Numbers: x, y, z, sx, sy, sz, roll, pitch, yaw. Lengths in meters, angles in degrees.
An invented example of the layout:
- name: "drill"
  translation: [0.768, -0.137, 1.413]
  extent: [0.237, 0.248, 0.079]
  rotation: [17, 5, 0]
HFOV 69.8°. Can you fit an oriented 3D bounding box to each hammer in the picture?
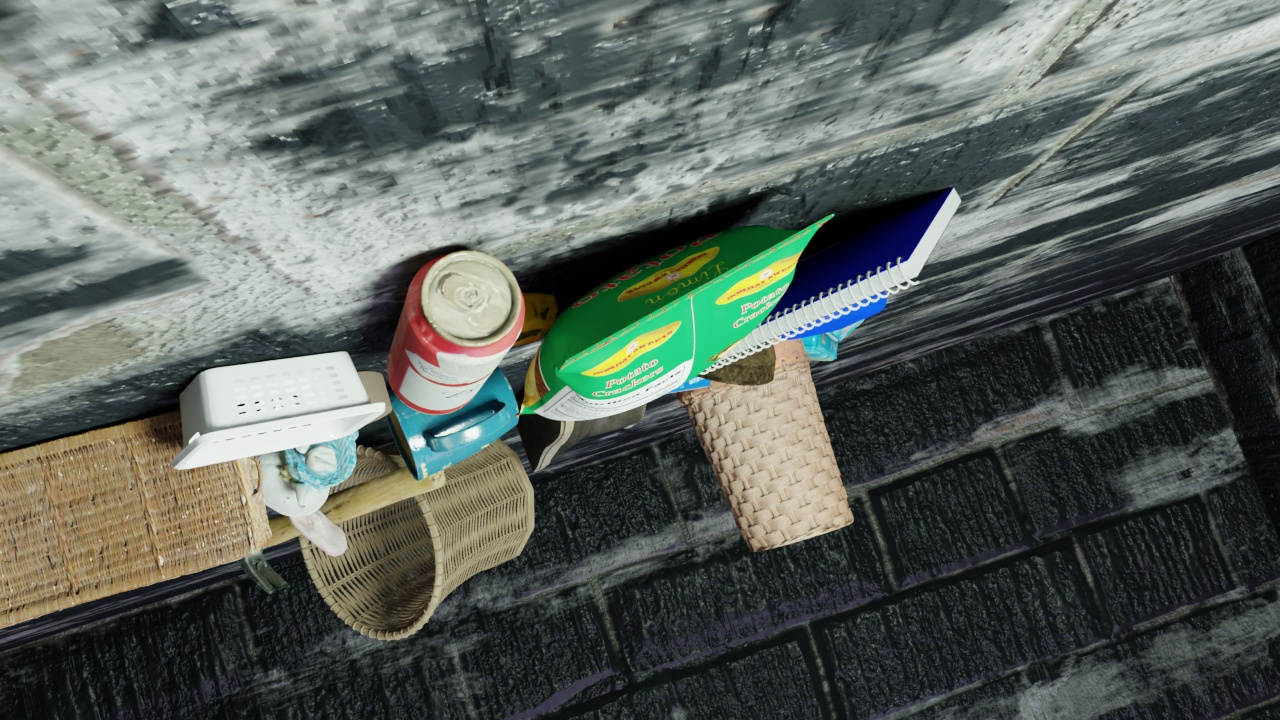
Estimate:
- name: "hammer"
  translation: [-0.343, 0.168, 1.014]
  extent: [0.331, 0.132, 0.033]
  rotation: [-21, 174, 28]

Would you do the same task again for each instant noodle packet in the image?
- name: "instant noodle packet"
  translation: [0.008, -0.022, 0.659]
  extent: [0.195, 0.090, 0.253]
  rotation: [-30, 178, -17]

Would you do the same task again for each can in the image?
- name: "can"
  translation: [-0.119, -0.013, 0.575]
  extent: [0.067, 0.067, 0.170]
  rotation: [-15, 170, -23]

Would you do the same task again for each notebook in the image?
- name: "notebook"
  translation: [0.150, -0.064, 0.761]
  extent: [0.210, 0.022, 0.171]
  rotation: [-25, -167, 39]

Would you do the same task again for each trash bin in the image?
- name: "trash bin"
  translation: [0.136, 0.094, 1.006]
  extent: [0.151, 0.210, 0.151]
  rotation: [-17, 172, -3]

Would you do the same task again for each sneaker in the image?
- name: "sneaker"
  translation: [-0.080, 0.064, 1.096]
  extent: [0.119, 0.095, 0.235]
  rotation: [-14, 164, -25]

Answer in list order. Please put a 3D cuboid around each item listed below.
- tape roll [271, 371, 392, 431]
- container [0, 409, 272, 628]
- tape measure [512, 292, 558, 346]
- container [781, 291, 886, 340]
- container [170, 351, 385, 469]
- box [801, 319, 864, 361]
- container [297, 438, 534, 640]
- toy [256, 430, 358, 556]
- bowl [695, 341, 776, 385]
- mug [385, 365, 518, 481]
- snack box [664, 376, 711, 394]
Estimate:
- name: "tape roll"
  translation: [-0.253, 0.038, 0.747]
  extent: [0.093, 0.030, 0.094]
  rotation: [-18, 172, -3]
- name: "container"
  translation: [-0.381, 0.113, 0.678]
  extent: [0.198, 0.113, 0.113]
  rotation: [-15, 174, -14]
- name: "tape measure"
  translation: [-0.094, -0.027, 0.668]
  extent: [0.058, 0.030, 0.068]
  rotation: [-16, 171, -26]
- name: "container"
  translation: [0.189, -0.062, 0.933]
  extent: [0.114, 0.058, 0.096]
  rotation: [-11, 169, -39]
- name: "container"
  translation: [-0.254, 0.032, 0.637]
  extent: [0.129, 0.049, 0.081]
  rotation: [-10, 169, -43]
- name: "box"
  translation: [0.231, -0.038, 1.163]
  extent: [0.181, 0.074, 0.227]
  rotation: [-19, 171, 16]
- name: "container"
  translation: [-0.261, 0.192, 1.111]
  extent: [0.227, 0.227, 0.195]
  rotation: [-23, 177, 32]
- name: "toy"
  translation: [-0.321, 0.109, 0.863]
  extent: [0.105, 0.131, 0.206]
  rotation: [1, 159, -17]
- name: "bowl"
  translation: [0.075, -0.023, 0.883]
  extent: [0.121, 0.056, 0.121]
  rotation: [11, -165, -3]
- name: "mug"
  translation: [-0.160, 0.051, 0.808]
  extent: [0.104, 0.084, 0.112]
  rotation: [-23, -161, -23]
- name: "snack box"
  translation: [-0.005, 0.005, 0.895]
  extent: [0.088, 0.033, 0.153]
  rotation: [23, -162, 35]
